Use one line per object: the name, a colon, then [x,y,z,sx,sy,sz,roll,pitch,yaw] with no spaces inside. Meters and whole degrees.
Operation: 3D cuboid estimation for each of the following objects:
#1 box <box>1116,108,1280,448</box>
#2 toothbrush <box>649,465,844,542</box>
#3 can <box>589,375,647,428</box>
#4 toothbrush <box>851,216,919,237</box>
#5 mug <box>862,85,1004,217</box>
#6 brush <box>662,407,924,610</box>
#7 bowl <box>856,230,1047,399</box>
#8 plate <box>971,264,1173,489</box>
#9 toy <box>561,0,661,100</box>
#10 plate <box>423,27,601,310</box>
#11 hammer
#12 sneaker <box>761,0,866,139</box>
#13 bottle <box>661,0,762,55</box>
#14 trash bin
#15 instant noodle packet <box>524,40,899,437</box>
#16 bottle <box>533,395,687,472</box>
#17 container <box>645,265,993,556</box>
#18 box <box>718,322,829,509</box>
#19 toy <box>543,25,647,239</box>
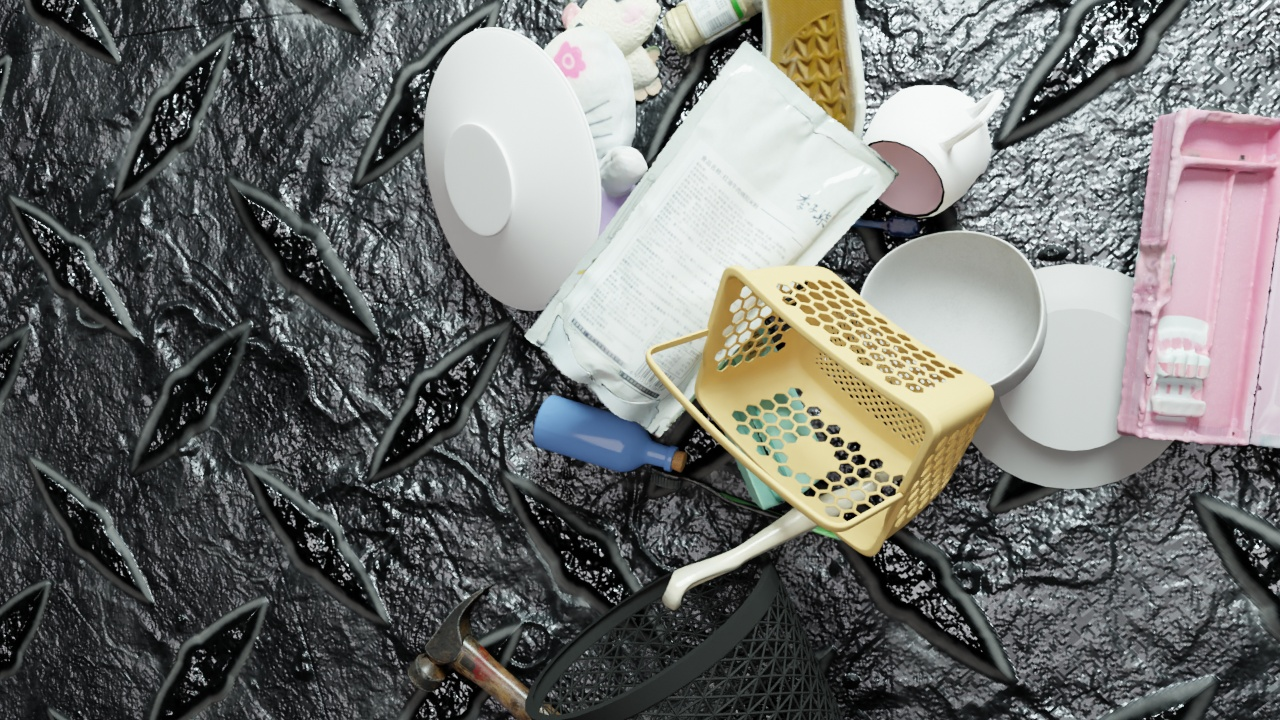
box: [0.437,-0.052,0.645,0.180,0.055,0.233,6,96,6]
toothbrush: [0.094,0.125,0.777,0.188,0.014,0.017,18,112,14]
can: [-0.005,0.005,0.772,0.100,0.054,0.059,45,98,9]
toothbrush: [0.128,-0.117,0.744,0.190,0.017,0.016,9,95,15]
mug: [0.217,-0.161,0.664,0.090,0.124,0.076,44,69,-7]
brush: [0.132,0.108,0.684,0.271,0.062,0.077,-30,58,-16]
bowl: [0.233,-0.025,0.688,0.132,0.064,0.131,-9,67,22]
plate: [0.326,0.014,0.696,0.173,0.019,0.173,1,95,16]
toy: [-0.023,-0.273,0.762,0.087,0.050,0.112,-32,80,16]
plate: [-0.121,-0.148,0.746,0.230,0.030,0.230,21,121,40]
hammer: [-0.057,0.345,0.831,0.330,0.033,0.120,38,102,9]
sneaker: [0.129,-0.238,0.691,0.087,0.079,0.236,5,123,19]
bottle: [0.072,-0.286,0.734,0.110,0.042,0.042,-25,87,18]
trash bin: [0.068,0.308,0.707,0.217,0.216,0.243,-30,92,16]
instant noodle packet: [0.046,-0.080,0.683,0.147,0.057,0.269,38,101,-9]
bottle: [-0.024,0.069,0.788,0.131,0.048,0.048,15,99,14]
container: [0.111,0.032,0.612,0.183,0.166,0.129,43,135,33]
box: [0.095,0.019,0.742,0.079,0.077,0.188,-23,87,0]
toy: [-0.041,-0.156,0.750,0.138,0.085,0.209,-7,100,43]
